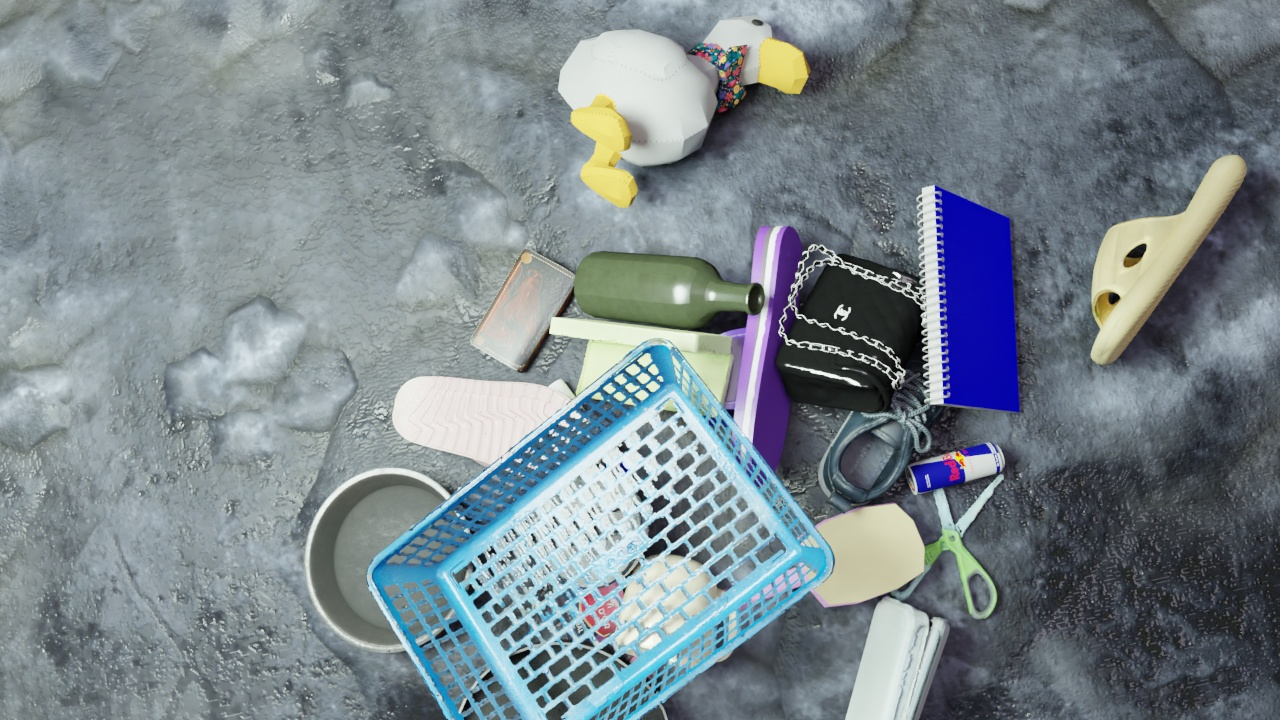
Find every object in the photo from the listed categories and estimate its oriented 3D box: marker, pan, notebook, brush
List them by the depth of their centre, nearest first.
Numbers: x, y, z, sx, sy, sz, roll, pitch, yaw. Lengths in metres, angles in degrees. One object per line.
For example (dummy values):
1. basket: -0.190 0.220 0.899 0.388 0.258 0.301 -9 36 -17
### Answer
1. notebook: 0.330 -0.056 0.919 0.022 0.171 0.209 -7 80 46
2. pan: -0.012 0.402 0.920 0.356 0.034 0.225 7 91 5
3. brush: 0.176 0.215 0.935 0.229 0.043 0.089 -21 76 3
4. pan: -0.180 0.190 0.940 0.357 0.055 0.187 -11 80 10
5. marker: -0.054 0.079 0.982 0.023 0.027 0.133 -37 80 -2

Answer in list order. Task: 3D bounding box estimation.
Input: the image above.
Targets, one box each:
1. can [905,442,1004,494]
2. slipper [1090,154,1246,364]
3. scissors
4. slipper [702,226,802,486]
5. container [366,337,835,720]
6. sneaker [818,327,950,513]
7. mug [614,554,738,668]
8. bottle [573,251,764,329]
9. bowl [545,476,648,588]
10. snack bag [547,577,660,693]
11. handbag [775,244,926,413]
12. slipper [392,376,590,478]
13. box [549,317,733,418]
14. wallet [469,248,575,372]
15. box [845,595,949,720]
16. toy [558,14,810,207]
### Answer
1. can: 0.322 0.111 0.942 0.095 0.032 0.032 -16 82 3
2. slipper: 0.517 -0.110 0.940 0.079 0.111 0.261 35 82 29
3. scissors: 0.316 0.185 0.950 0.160 0.025 0.171 -16 78 8
4. slipper: 0.104 -0.007 0.948 0.084 0.107 0.266 4 83 27
5. container: -0.038 0.186 0.834 0.362 0.089 0.257 -38 75 6
6. sneaker: 0.262 0.053 0.933 0.089 0.087 0.235 35 86 7
7. mug: 0.041 0.249 0.918 0.120 0.096 0.099 12 66 4
8. bottle: 0.029 -0.070 0.924 0.207 0.071 0.071 9 82 38
9. bowl: -0.040 0.172 0.943 0.118 0.062 0.118 -4 80 24
10. snack bag: -0.037 0.292 0.959 0.074 0.018 0.155 -22 80 2
11. handbag: 0.213 -0.036 0.904 0.125 0.115 0.153 16 59 33
12. slipper: -0.149 0.068 0.972 0.240 0.064 0.094 10 81 22
13. box: -0.005 -0.003 0.918 0.188 0.083 0.091 5 76 38
14. wallet: -0.127 -0.054 1.006 0.072 0.019 0.123 29 86 11
15. box: 0.231 0.337 0.896 0.083 0.122 0.215 18 79 29
16. toy: 0.027 -0.291 0.974 0.247 0.141 0.266 26 60 23
